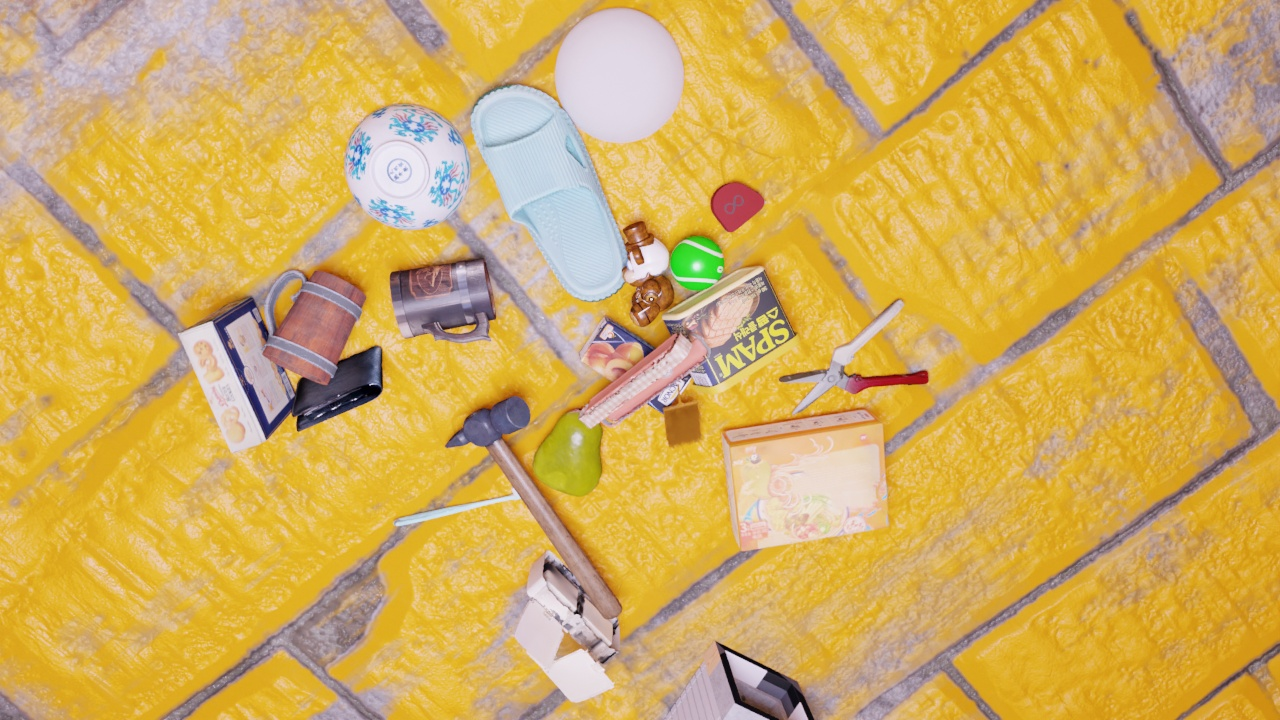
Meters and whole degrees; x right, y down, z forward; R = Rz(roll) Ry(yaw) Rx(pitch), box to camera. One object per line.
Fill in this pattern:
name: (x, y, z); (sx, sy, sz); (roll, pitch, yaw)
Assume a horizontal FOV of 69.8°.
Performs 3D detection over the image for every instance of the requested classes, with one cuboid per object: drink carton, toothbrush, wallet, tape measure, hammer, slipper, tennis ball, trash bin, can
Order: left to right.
wallet: (-0.359, 0.030, 1.086); (0.115, 0.089, 0.026); (-24, 124, 0)
toothbrush: (-0.229, 0.187, 1.179); (0.180, 0.016, 0.016); (-14, 109, -2)
hammer: (-0.118, 0.196, 1.146); (0.130, 0.040, 0.322); (-24, 106, 35)
slipper: (-0.098, -0.190, 1.063); (0.116, 0.069, 0.276); (-28, 107, -1)
drink carton: (-0.007, 0.007, 1.138); (0.130, 0.040, 0.064); (33, 100, -13)
tennis ball: (0.068, -0.116, 1.098); (0.065, 0.065, 0.065); (-1, 105, -5)
trash bin: (0.107, 0.544, 1.242); (0.142, 0.142, 0.247); (29, 101, -12)
can: (0.108, -0.038, 1.104); (0.135, 0.075, 0.104); (-31, 103, -16)
tape measure: (0.115, -0.191, 1.107); (0.059, 0.019, 0.051); (-39, 103, -2)

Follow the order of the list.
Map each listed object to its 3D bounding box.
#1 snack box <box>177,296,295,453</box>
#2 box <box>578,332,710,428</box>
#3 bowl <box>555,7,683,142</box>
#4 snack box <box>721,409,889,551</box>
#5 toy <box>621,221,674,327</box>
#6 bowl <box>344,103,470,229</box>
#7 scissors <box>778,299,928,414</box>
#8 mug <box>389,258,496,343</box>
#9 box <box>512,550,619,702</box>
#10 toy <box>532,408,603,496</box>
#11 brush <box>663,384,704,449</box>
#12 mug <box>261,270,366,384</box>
snack box: (-0.451, 0.012, 1.042); (0.042, 0.145, 0.144); (-18, 105, 0)
box: (0.002, 0.030, 1.077); (0.067, 0.056, 0.188); (29, 131, -28)
bowl: (-0.022, -0.324, 1.044); (0.149, 0.043, 0.150); (-1, 105, -5)
snack box: (0.209, 0.150, 1.176); (0.195, 0.080, 0.145); (-9, 105, -3)
toy: (0.005, -0.105, 1.083); (0.067, 0.087, 0.113); (-19, 110, 10)
bowl: (-0.267, -0.215, 1.034); (0.144, 0.074, 0.144); (-1, 105, -5)
scissors: (0.282, 0.001, 1.177); (0.198, 0.015, 0.179); (13, 105, -8)
mug: (-0.226, -0.060, 1.064); (0.107, 0.115, 0.080); (-11, 145, -4)
box: (-0.097, 0.336, 1.146); (0.080, 0.180, 0.143); (-43, 98, 7)
toy: (-0.084, 0.115, 1.152); (0.090, 0.051, 0.110); (23, 106, -4)
brush: (0.051, 0.070, 1.132); (0.048, 0.017, 0.126); (-12, 147, -2)
mug: (-0.387, -0.045, 1.059); (0.117, 0.081, 0.111); (19, 75, 15)
